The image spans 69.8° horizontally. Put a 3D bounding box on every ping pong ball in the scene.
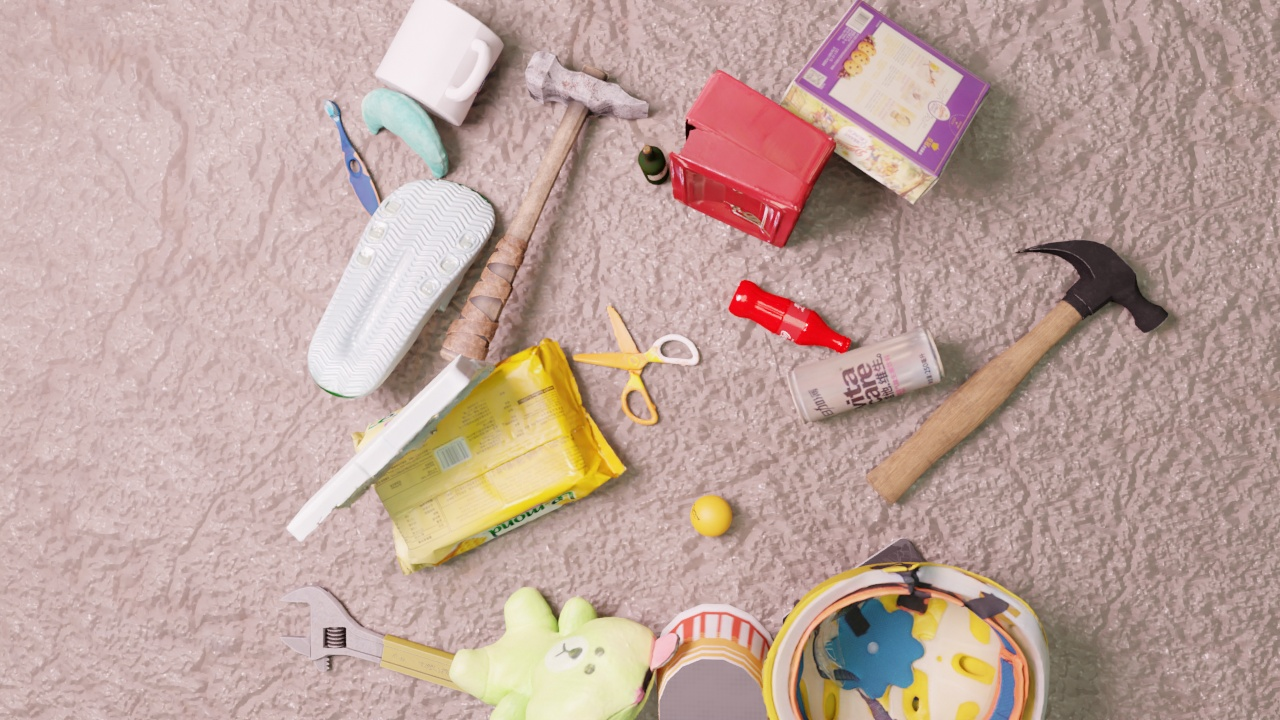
[{"bbox_3d":[0.068,0.150,0.884,0.040,0.040,0.040,0,90,6],"label":"ping pong ball"}]

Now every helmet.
[{"bbox_3d":[0.224,0.272,0.816,0.240,0.139,0.209,8,90,4],"label":"helmet"}]

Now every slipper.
[{"bbox_3d":[-0.236,-0.072,0.896,0.104,0.074,0.245,30,76,-3],"label":"slipper"}]

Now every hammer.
[{"bbox_3d":[0.330,0.015,0.859,0.305,0.040,0.132,-44,89,5],"label":"hammer"},{"bbox_3d":[-0.105,-0.140,0.875,0.121,0.049,0.318,24,82,1],"label":"hammer"}]

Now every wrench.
[{"bbox_3d":[-0.241,0.295,0.929,0.273,0.018,0.083,14,91,6],"label":"wrench"}]

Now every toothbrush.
[{"bbox_3d":[-0.294,-0.206,0.936,0.021,0.017,0.135,-24,87,8],"label":"toothbrush"}]

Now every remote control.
[{"bbox_3d":[0.207,0.227,0.885,0.147,0.008,0.045,-35,86,5],"label":"remote control"}]

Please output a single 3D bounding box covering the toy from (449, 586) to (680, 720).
[{"bbox_3d":[-0.068,0.292,0.846,0.197,0.107,0.149,17,51,38],"label":"toy"}]

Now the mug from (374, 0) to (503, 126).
[{"bbox_3d":[-0.184,-0.284,0.877,0.121,0.091,0.090,32,94,42],"label":"mug"}]

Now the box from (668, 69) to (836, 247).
[{"bbox_3d":[0.098,-0.176,0.824,0.129,0.157,0.092,30,88,4],"label":"box"}]

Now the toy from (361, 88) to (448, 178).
[{"bbox_3d":[-0.232,-0.229,0.900,0.105,0.085,0.033,35,65,8],"label":"toy"}]

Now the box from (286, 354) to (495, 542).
[{"bbox_3d":[-0.213,0.070,0.799,0.197,0.134,0.041,-42,96,5],"label":"box"}]

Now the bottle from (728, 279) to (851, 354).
[{"bbox_3d":[0.144,-0.038,0.878,0.119,0.036,0.036,26,92,5],"label":"bottle"}]

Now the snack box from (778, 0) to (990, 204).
[{"bbox_3d":[0.215,-0.230,0.804,0.148,0.041,0.143,35,59,3],"label":"snack box"}]

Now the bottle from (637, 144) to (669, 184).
[{"bbox_3d":[0.011,-0.185,0.857,0.025,0.106,0.025,0,90,6],"label":"bottle"}]

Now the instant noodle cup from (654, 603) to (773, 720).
[{"bbox_3d":[0.068,0.301,0.843,0.123,0.121,0.123,0,90,6],"label":"instant noodle cup"}]

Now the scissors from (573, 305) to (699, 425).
[{"bbox_3d":[0.000,0.000,0.906,0.128,0.011,0.125,-24,89,4],"label":"scissors"}]

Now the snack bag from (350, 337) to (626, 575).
[{"bbox_3d":[-0.155,0.093,0.895,0.247,0.068,0.159,-26,85,6],"label":"snack bag"}]

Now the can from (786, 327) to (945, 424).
[{"bbox_3d":[0.209,0.014,0.853,0.136,0.054,0.054,-19,88,14],"label":"can"}]
